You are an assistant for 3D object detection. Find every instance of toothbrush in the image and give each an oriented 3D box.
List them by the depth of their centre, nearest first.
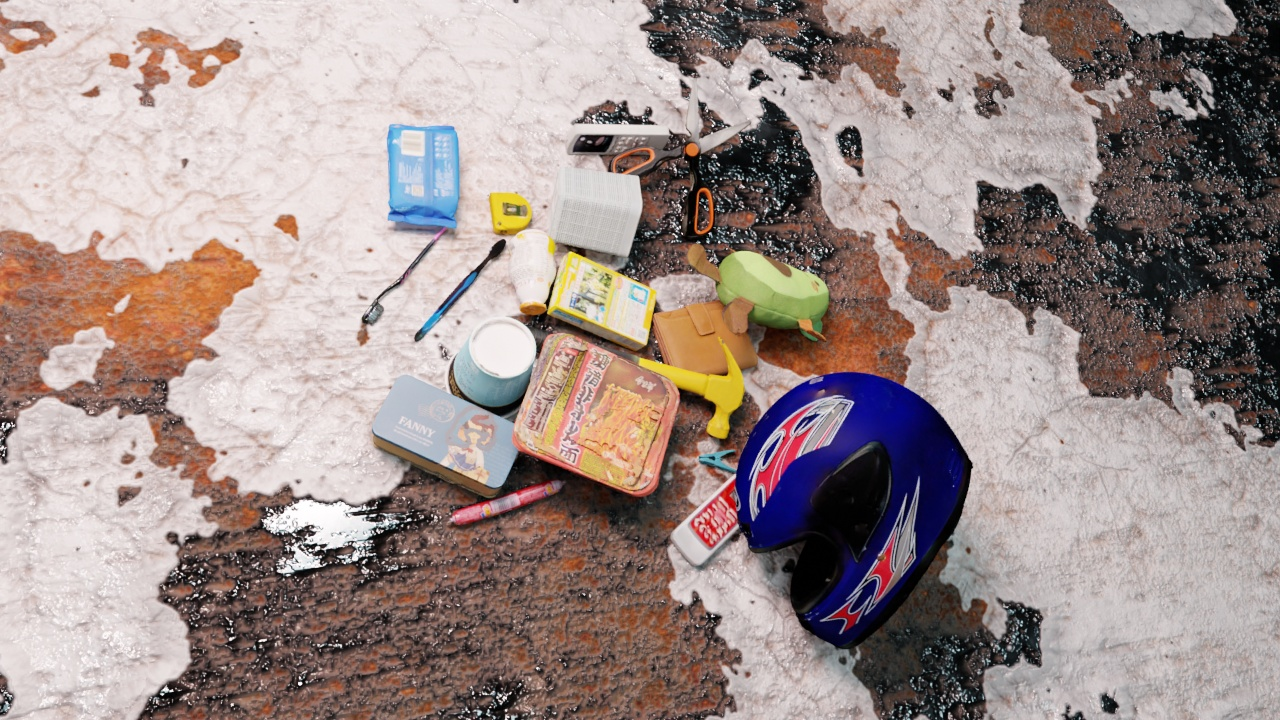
[{"bbox_3d":[-0.297,-0.117,1.186,0.018,0.014,0.188,40,62,-11],"label":"toothbrush"},{"bbox_3d":[-0.235,-0.093,1.200,0.014,0.016,0.189,41,65,-10],"label":"toothbrush"}]

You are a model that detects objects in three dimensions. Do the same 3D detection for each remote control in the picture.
[{"bbox_3d":[0.100,0.205,1.187,0.135,0.020,0.056,-38,85,-27],"label":"remote control"},{"bbox_3d":[-0.034,-0.318,1.328,0.150,0.058,0.021,-5,72,-20],"label":"remote control"}]

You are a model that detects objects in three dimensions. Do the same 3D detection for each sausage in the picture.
[{"bbox_3d":[-0.160,0.172,1.114,0.155,0.020,0.020,-16,75,-23],"label":"sausage"}]

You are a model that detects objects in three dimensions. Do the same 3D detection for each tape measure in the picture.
[{"bbox_3d":[-0.177,-0.202,1.251,0.057,0.029,0.060,-3,71,-20],"label":"tape measure"}]

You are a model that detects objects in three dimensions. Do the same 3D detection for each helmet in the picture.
[{"bbox_3d":[0.232,0.163,1.119,0.240,0.247,0.315,32,95,3],"label":"helmet"}]

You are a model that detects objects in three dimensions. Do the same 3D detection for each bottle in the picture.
[{"bbox_3d":[-0.143,-0.115,1.208,0.063,0.063,0.108,3,69,-17],"label":"bottle"}]

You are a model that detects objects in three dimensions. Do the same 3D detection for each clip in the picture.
[{"bbox_3d":[0.103,0.132,1.221,0.054,0.013,0.034,3,67,-17],"label":"clip"}]

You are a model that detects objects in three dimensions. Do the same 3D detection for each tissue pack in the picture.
[{"bbox_3d":[-0.288,-0.245,1.218,0.095,0.052,0.157,1,69,-16],"label":"tissue pack"}]

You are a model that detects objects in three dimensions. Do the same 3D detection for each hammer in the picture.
[{"bbox_3d":[-0.007,0.007,1.200,0.300,0.033,0.129,15,100,-7],"label":"hammer"}]

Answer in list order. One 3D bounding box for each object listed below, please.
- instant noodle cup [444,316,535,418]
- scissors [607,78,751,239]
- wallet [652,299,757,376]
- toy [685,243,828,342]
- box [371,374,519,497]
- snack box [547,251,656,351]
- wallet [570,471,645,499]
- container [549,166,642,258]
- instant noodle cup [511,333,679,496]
[{"bbox_3d":[-0.175,0.006,1.117,0.111,0.121,0.111,7,68,-16],"label":"instant noodle cup"},{"bbox_3d":[0.060,-0.286,1.322,0.220,0.022,0.234,-9,97,-11],"label":"scissors"},{"bbox_3d":[0.089,-0.028,1.271,0.131,0.031,0.107,-12,75,-24],"label":"wallet"},{"bbox_3d":[0.176,-0.095,1.268,0.246,0.090,0.227,3,42,-44],"label":"toy"},{"bbox_3d":[-0.236,0.089,1.098,0.184,0.062,0.089,25,63,-10],"label":"box"},{"bbox_3d":[-0.049,-0.078,1.227,0.140,0.034,0.086,23,63,-25],"label":"snack box"},{"bbox_3d":[-0.026,0.106,1.179,0.101,0.032,0.124,21,63,-7],"label":"wallet"},{"bbox_3d":[-0.063,-0.204,1.246,0.111,0.090,0.089,8,41,-13],"label":"container"},{"bbox_3d":[-0.055,0.072,1.120,0.188,0.079,0.164,24,62,-10],"label":"instant noodle cup"}]
